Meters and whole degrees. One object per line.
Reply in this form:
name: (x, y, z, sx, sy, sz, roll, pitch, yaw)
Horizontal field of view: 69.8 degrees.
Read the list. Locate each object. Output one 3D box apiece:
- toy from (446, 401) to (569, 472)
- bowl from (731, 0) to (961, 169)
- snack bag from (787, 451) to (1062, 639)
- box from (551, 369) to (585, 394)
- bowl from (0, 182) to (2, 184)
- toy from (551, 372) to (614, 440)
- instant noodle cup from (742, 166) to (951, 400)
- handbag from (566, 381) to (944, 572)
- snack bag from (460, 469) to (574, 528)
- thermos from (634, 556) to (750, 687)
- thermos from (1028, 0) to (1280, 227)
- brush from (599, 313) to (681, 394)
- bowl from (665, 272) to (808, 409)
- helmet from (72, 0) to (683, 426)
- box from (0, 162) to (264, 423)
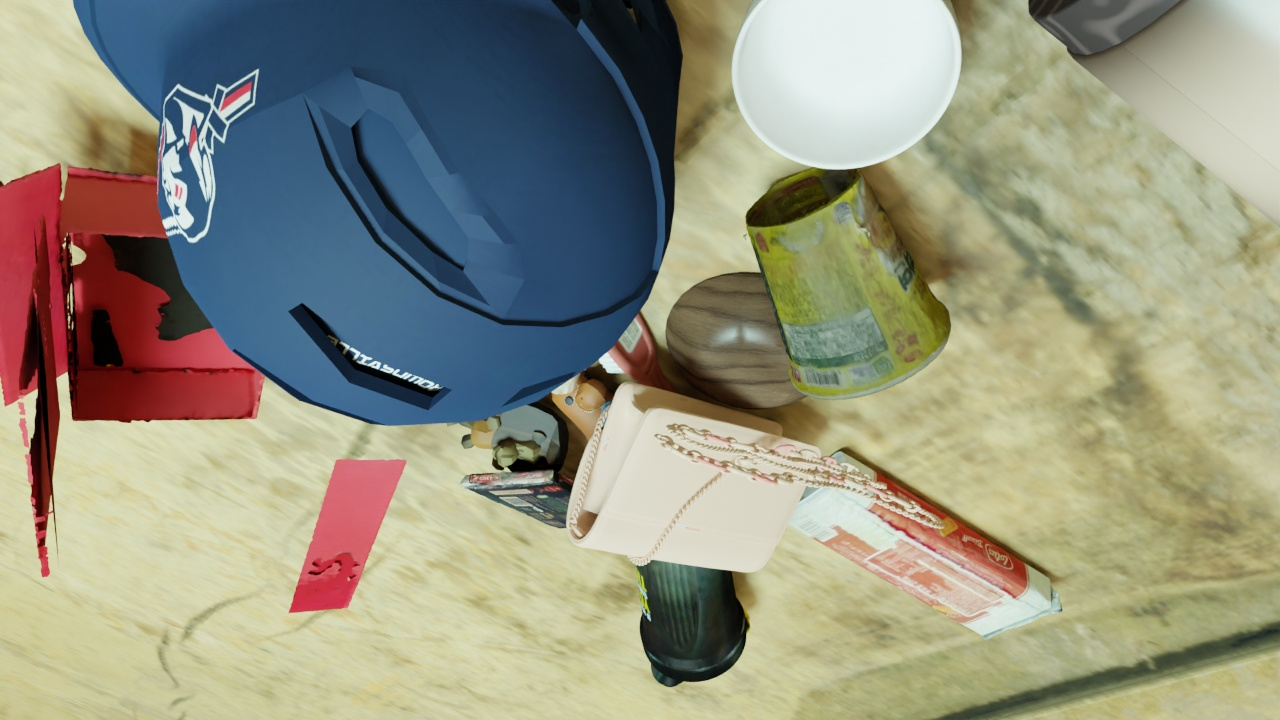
toy: (-0.105, 0.057, 0.705, 0.100, 0.062, 0.076, 9, 125, 14)
bowl: (0.099, -0.150, 0.443, 0.105, 0.054, 0.105, 10, 136, 9)
snack bag: (0.219, 0.149, 0.721, 0.225, 0.041, 0.078, 30, 135, -17)
box: (-0.129, -0.014, 0.637, 0.187, 0.054, 0.078, 14, -179, 4)
bowl: (-0.516, -0.108, 0.663, 0.114, 0.045, 0.114, 8, 136, 8)
toy: (-0.034, 0.048, 0.695, 0.090, 0.070, 0.103, 42, 154, -8)
instant noodle cup: (0.112, -0.049, 0.521, 0.102, 0.102, 0.108, -15, 119, 28)
handbag: (0.051, 0.102, 0.580, 0.198, 0.187, 0.117, 17, 99, -32)
snack bag: (-0.072, 0.114, 0.740, 0.075, 0.018, 0.155, -5, 158, 19)
thermos: (0.039, 0.185, 0.776, 0.098, 0.097, 0.221, 1, 129, 14)
thermos: (0.283, -0.125, 0.345, 0.226, 0.172, 0.173, 31, 134, -7)
brush: (-0.004, 0.004, 0.642, 0.030, 0.040, 0.172, 2, 140, 38)
bowl: (0.073, -0.002, 0.614, 0.119, 0.032, 0.119, 8, 136, 8)
helmet: (-0.112, -0.087, 0.410, 0.272, 0.222, 0.233, 35, 144, -31)
box: (-0.418, 0.003, 0.555, 0.107, 0.408, 0.212, 52, 137, 17)
